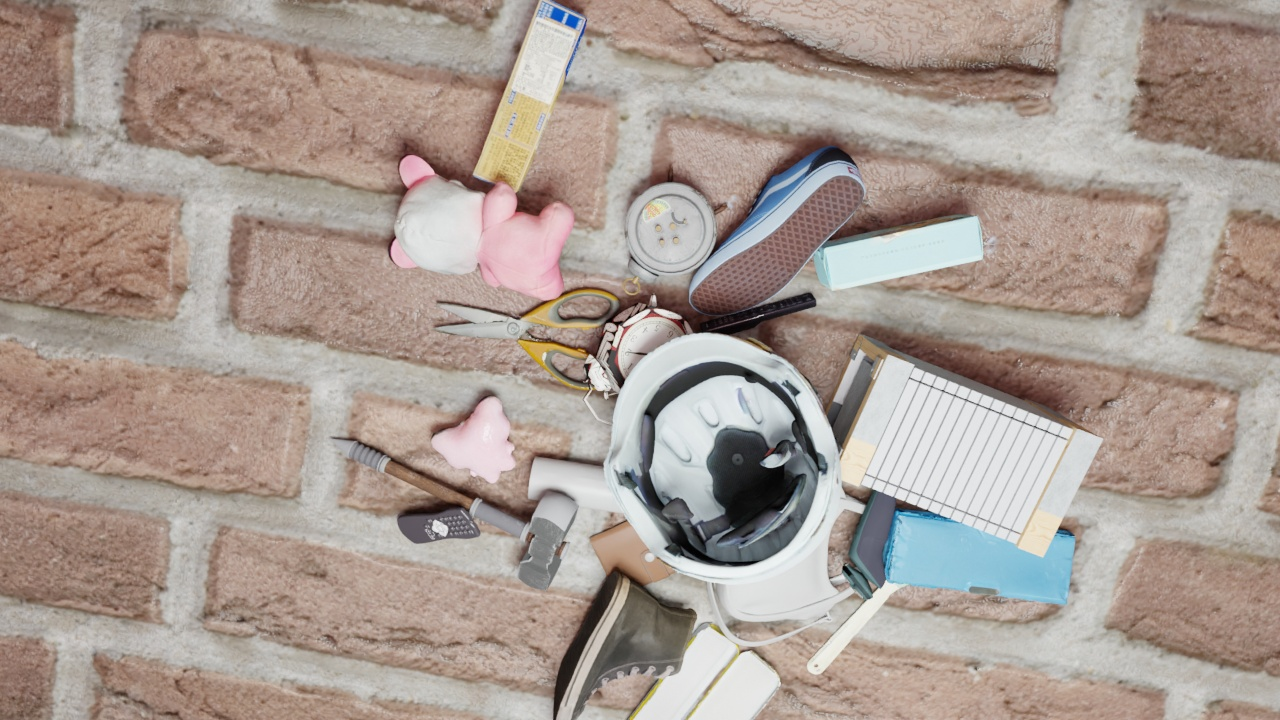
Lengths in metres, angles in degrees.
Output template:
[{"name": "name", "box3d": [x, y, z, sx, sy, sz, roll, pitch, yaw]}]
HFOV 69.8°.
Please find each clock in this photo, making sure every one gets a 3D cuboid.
[{"name": "clock", "box3d": [-0.006, 0.006, 1.065, 0.114, 0.065, 0.154, 40, 83, -21]}, {"name": "clock", "box3d": [0.026, -0.138, 1.050, 0.104, 0.056, 0.148, 34, 98, -4]}]

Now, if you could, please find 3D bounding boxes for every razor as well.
[{"name": "razor", "box3d": [0.276, 0.210, 1.085, 0.052, 0.047, 0.143, 17, 90, -1]}]

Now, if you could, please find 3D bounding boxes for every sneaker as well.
[{"name": "sneaker", "box3d": [-0.029, 0.383, 1.140, 0.120, 0.095, 0.235, 26, 99, -9]}, {"name": "sneaker", "box3d": [0.149, -0.149, 1.045, 0.083, 0.098, 0.242, 32, 122, -28]}]

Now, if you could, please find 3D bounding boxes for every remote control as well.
[{"name": "remote control", "box3d": [0.138, -0.051, 1.076, 0.136, 0.032, 0.015, -16, 111, 4]}, {"name": "remote control", "box3d": [-0.249, 0.203, 1.118, 0.125, 0.009, 0.046, -13, 117, 33]}]

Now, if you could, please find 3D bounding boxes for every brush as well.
[{"name": "brush", "box3d": [0.283, 0.315, 1.153, 0.033, 0.012, 0.218, 37, 101, -5]}]

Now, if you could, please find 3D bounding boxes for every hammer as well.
[{"name": "hammer", "box3d": [-0.234, 0.162, 1.112, 0.322, 0.042, 0.156, 24, 132, 6]}]

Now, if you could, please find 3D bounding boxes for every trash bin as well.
[{"name": "trash bin", "box3d": [0.346, 0.090, 1.039, 0.247, 0.142, 0.142, 21, 101, -2]}]

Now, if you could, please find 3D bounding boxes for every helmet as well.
[{"name": "helmet", "box3d": [0.096, 0.109, 0.987, 0.237, 0.163, 0.264, -34, 65, 6]}]

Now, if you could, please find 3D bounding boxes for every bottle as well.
[{"name": "bottle", "box3d": [-0.035, 0.157, 1.110, 0.195, 0.052, 0.052, 9, 101, 0]}]

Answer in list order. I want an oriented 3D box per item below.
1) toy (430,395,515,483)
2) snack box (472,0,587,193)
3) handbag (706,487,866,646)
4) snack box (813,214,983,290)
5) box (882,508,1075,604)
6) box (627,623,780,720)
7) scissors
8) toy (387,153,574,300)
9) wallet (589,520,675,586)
[{"name": "toy", "box3d": [-0.191, 0.100, 1.105, 0.102, 0.050, 0.093, -37, 101, 13]}, {"name": "snack box", "box3d": [-0.123, -0.293, 1.025, 0.056, 0.057, 0.207, 23, 101, -6]}, {"name": "handbag", "box3d": [0.199, 0.235, 1.121, 0.222, 0.095, 0.216, -1, 102, -11]}, {"name": "snack box", "box3d": [0.287, -0.123, 1.035, 0.175, 0.075, 0.053, -11, 100, 4]}, {"name": "box", "box3d": [0.408, 0.237, 1.105, 0.231, 0.048, 0.093, 9, 101, -6]}, {"name": "box", "box3d": [0.073, 0.446, 1.173, 0.130, 0.038, 0.210, 36, 99, 4]}, {"name": "scissors", "box3d": [-0.130, -0.047, 1.092, 0.225, 0.016, 0.162, 22, 101, -3]}, {"name": "toy", "box3d": [-0.183, -0.140, 1.027, 0.213, 0.084, 0.142, 20, 131, 8]}, {"name": "wallet", "box3d": [0.008, 0.236, 1.144, 0.121, 0.013, 0.087, -25, 99, 8]}]
